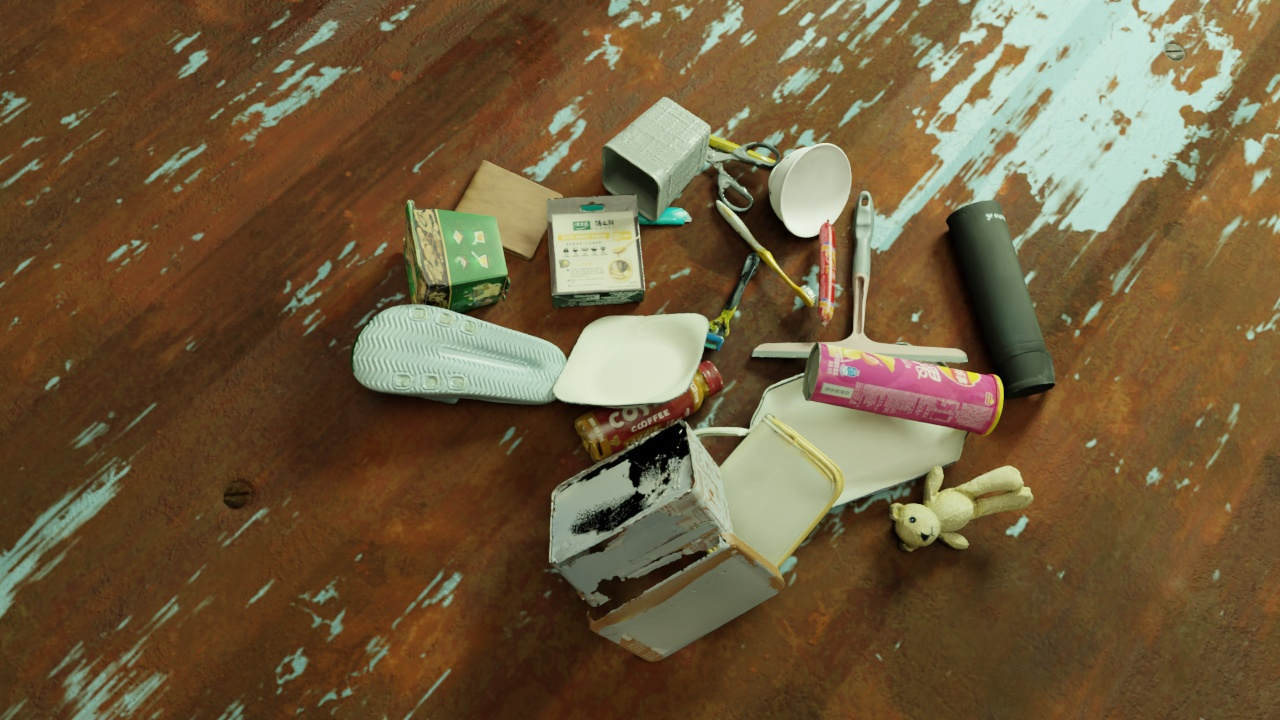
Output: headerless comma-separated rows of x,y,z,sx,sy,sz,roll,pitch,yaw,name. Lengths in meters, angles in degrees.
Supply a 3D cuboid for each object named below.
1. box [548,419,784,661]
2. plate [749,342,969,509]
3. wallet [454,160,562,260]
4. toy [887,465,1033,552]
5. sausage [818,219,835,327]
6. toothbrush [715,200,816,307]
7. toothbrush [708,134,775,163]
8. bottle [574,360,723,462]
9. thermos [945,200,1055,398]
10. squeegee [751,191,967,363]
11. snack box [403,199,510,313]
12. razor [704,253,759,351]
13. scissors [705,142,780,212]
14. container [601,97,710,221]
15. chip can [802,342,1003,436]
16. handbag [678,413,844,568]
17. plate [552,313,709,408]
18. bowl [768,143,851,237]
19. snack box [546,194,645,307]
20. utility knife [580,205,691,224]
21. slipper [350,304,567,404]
0.032,0.202,0.962,0.183,0.156,0.193,-30,119,14,box
0.258,0.079,1.085,0.265,0.034,0.162,-19,73,-10,plate
-0.169,-0.189,1.153,0.115,0.020,0.101,24,70,1,wallet
0.361,0.168,1.036,0.157,0.066,0.105,-22,104,7,toy
0.229,-0.109,1.128,0.020,0.020,0.155,7,63,-2,sausage
0.156,-0.137,1.149,0.018,0.016,0.191,-31,68,-21,toothbrush
0.164,-0.265,1.204,0.190,0.017,0.015,22,69,3,toothbrush
0.012,0.055,1.061,0.174,0.057,0.057,-27,75,-12,bottle
0.454,-0.075,1.144,0.089,0.069,0.242,2,69,-38,thermos
0.276,-0.102,1.146,0.248,0.040,0.249,2,64,15,squeegee
-0.218,-0.116,1.083,0.105,0.118,0.117,-8,72,-20,snack box
0.112,-0.072,1.132,0.043,0.022,0.142,17,70,34,razor
0.098,-0.263,1.191,0.159,0.014,0.175,-17,81,5,scissors
0.022,-0.254,1.142,0.090,0.090,0.114,37,69,14,container
0.297,0.031,1.047,0.210,0.071,0.071,11,70,-1,chip can
0.115,0.135,1.016,0.179,0.063,0.163,42,99,15,handbag
-0.006,0.006,1.053,0.164,0.034,0.163,-1,39,21,plate
0.201,-0.222,1.160,0.118,0.118,0.065,-37,41,-15,bowl
-0.056,-0.133,1.123,0.113,0.053,0.125,-3,71,-5,snack box
-0.012,-0.183,1.166,0.157,0.013,0.029,0,74,-7,utility knife
-0.205,0.001,1.057,0.245,0.074,0.104,10,77,-18,slipper
